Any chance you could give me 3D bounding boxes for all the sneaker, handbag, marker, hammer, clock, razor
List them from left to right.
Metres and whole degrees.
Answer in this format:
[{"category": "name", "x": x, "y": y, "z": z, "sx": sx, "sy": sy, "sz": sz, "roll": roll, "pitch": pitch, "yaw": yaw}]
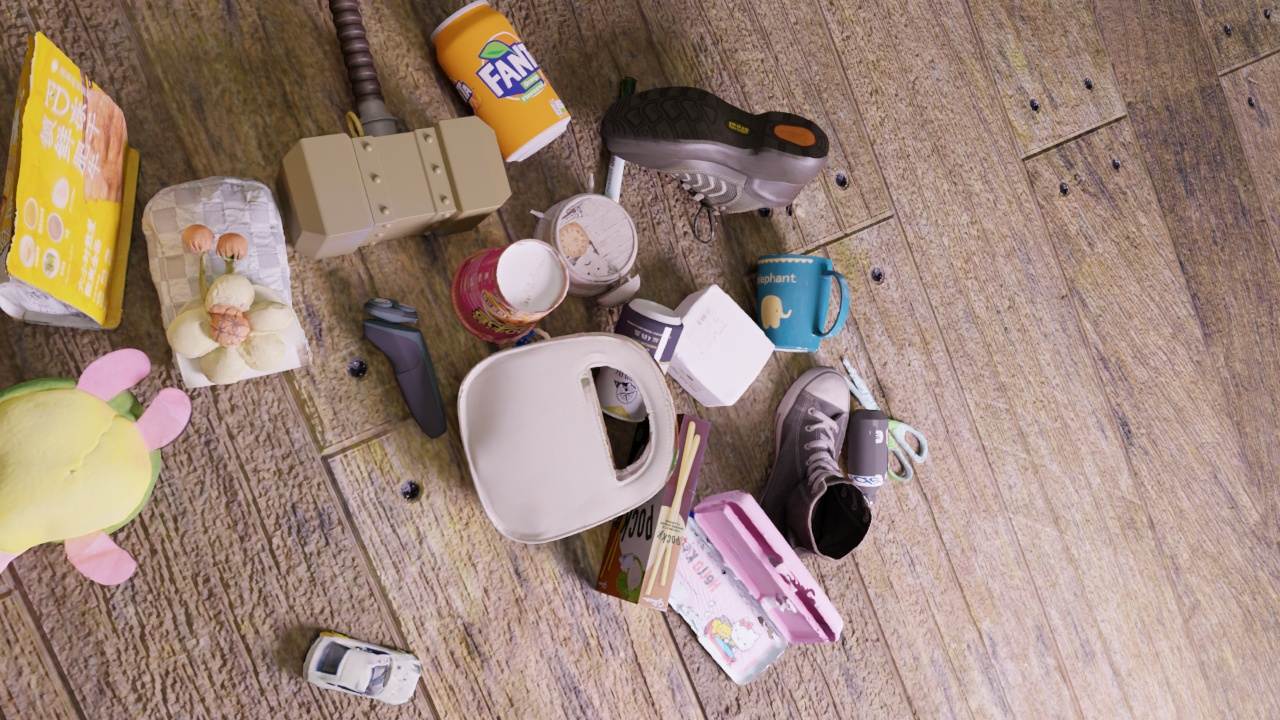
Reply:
[{"category": "handbag", "x": -0.345, "y": -0.068, "z": 0.761, "sx": 0.112, "sy": 0.123, "sz": 0.171, "roll": -12, "pitch": 96, "yaw": -20}, {"category": "hammer", "x": -0.256, "y": -0.273, "z": 0.836, "sx": 0.190, "sy": 0.101, "sz": 0.325, "roll": -16, "pitch": 92, "yaw": -26}, {"category": "razor", "x": -0.218, "y": 0.006, "z": 0.861, "sx": 0.052, "sy": 0.047, "sz": 0.143, "roll": -19, "pitch": 98, "yaw": 2}, {"category": "handbag", "x": -0.066, "y": 0.063, "z": 0.881, "sx": 0.199, "sy": 0.093, "sz": 0.200, "roll": -13, "pitch": 92, "yaw": -4}, {"category": "clock", "x": -0.041, "y": -0.105, "z": 0.945, "sx": 0.103, "sy": 0.061, "sz": 0.157, "roll": -37, "pitch": 99, "yaw": -24}, {"category": "marker", "x": -0.022, "y": -0.237, "z": 0.992, "sx": 0.017, "sy": 0.017, "sz": 0.146, "roll": 12, "pitch": 79, "yaw": -24}, {"category": "sneaker", "x": 0.071, "y": -0.209, "z": 0.997, "sx": 0.238, "sy": 0.143, "sz": 0.100, "roll": 10, "pitch": 55, "yaw": -3}, {"category": "sneaker", "x": 0.202, "y": 0.112, "z": 1.009, "sx": 0.095, "sy": 0.120, "sz": 0.234, "roll": 32, "pitch": 69, "yaw": -20}]

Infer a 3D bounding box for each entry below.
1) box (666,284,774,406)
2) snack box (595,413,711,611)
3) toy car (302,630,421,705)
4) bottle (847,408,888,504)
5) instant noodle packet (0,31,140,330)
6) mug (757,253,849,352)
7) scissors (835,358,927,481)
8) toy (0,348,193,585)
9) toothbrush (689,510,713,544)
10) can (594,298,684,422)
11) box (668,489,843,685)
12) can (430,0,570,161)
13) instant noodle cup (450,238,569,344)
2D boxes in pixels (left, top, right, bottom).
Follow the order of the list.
[{"category": "box", "x": 0.073, "y": -0.016, "z": 1.005, "sx": 0.107, "sy": 0.076, "sz": 0.102, "roll": 45, "pitch": 66, "yaw": -17}, {"category": "snack box", "x": 0.011, "y": 0.149, "z": 0.922, "sx": 0.031, "sy": 0.101, "sz": 0.185, "roll": 20, "pitch": 76, "yaw": -23}, {"category": "toy car", "x": -0.248, "y": 0.277, "z": 0.823, "sx": 0.105, "sy": 0.033, "sz": 0.048, "roll": 24, "pitch": 73, "yaw": -23}, {"category": "bottle", "x": 0.267, "y": 0.113, "z": 1.077, "sx": 0.047, "sy": 0.047, "sz": 0.112, "roll": -1, "pitch": 92, "yaw": -26}, {"category": "instant noodle packet", "x": -0.431, "y": -0.120, "z": 0.670, "sx": 0.084, "sy": 0.222, "sz": 0.163, "roll": 7, "pitch": 80, "yaw": -22}, {"category": "mug", "x": 0.181, "y": -0.061, "z": 1.021, "sx": 0.084, "sy": 0.112, "sz": 0.104, "roll": 6, "pitch": 89, "yaw": -44}, {"category": "scissors", "x": 0.284, "y": 0.073, "z": 1.111, "sx": 0.175, "sy": 0.033, "sz": 0.078, "roll": 47, "pitch": 70, "yaw": -10}, {"category": "toy", "x": -0.462, "y": 0.093, "z": 0.708, "sx": 0.237, "sy": 0.088, "sz": 0.190, "roll": -47, "pitch": 124, "yaw": -17}, {"category": "toothbrush", "x": 0.089, "y": 0.215, "z": 1.000, "sx": 0.018, "sy": 0.016, "sz": 0.182, "roll": -43, "pitch": 103, "yaw": -18}, {"category": "can", "x": -0.005, "y": 0.005, "z": 0.931, "sx": 0.064, "sy": 0.064, "sz": 0.127, "roll": 14, "pitch": 106, "yaw": -24}, {"category": "box", "x": 0.109, "y": 0.237, "z": 0.977, "sx": 0.201, "sy": 0.150, "sz": 0.073, "roll": 54, "pitch": 21, "yaw": -12}, {"category": "can", "x": -0.138, "y": -0.273, "z": 0.905, "sx": 0.079, "sy": 0.079, "sz": 0.142, "roll": -39, "pitch": 102, "yaw": -24}, {"category": "instant noodle cup", "x": -0.120, "y": -0.072, "z": 0.877, "sx": 0.097, "sy": 0.109, "sz": 0.097, "roll": 3, "pitch": 83, "yaw": -26}]
